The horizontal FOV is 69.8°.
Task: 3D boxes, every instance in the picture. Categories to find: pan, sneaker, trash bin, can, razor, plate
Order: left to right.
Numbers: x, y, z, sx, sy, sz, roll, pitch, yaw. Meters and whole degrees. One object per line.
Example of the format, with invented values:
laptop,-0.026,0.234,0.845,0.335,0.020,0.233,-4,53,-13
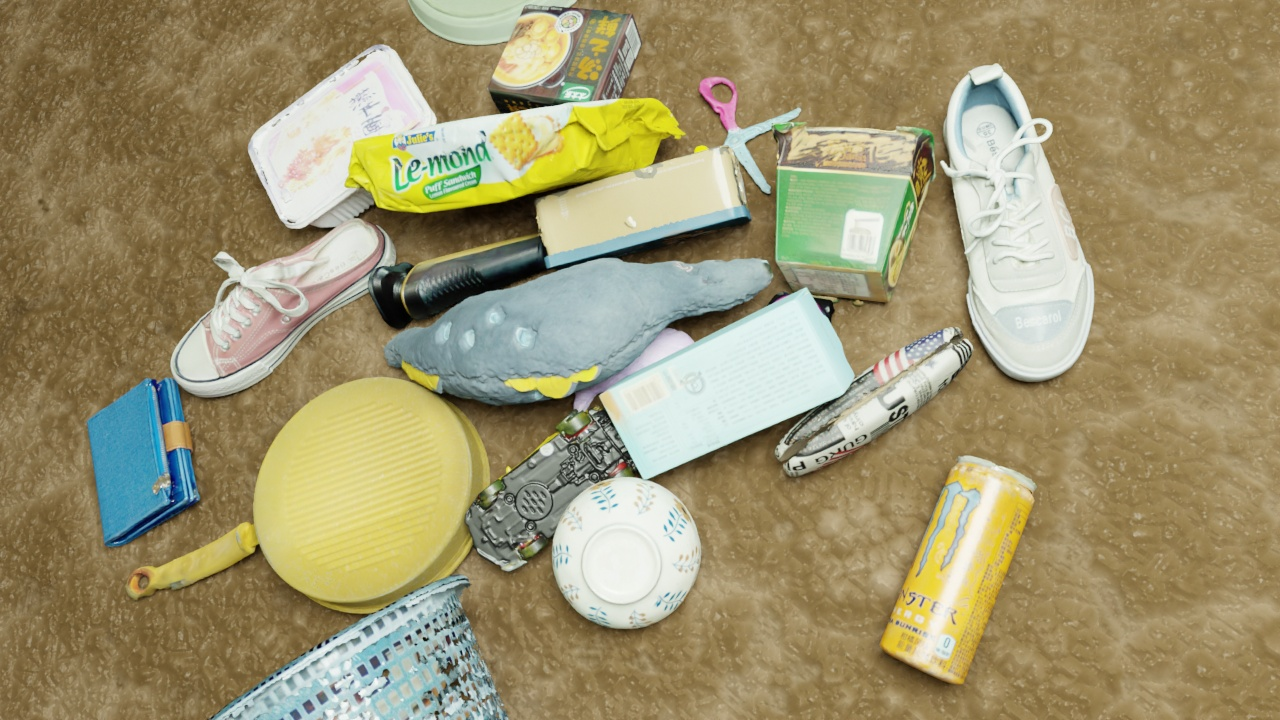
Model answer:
sneaker,-0.342,-0.057,0.841,0.241,0.088,0.118,-34,67,3
pan,-0.298,0.139,0.788,0.357,0.078,0.197,-18,65,3
trash bin,-0.168,0.290,0.624,0.226,0.226,0.195,-35,79,3
razor,-0.157,-0.078,0.818,0.167,0.062,0.067,-17,37,5
plate,-0.143,-0.427,0.937,0.230,0.027,0.230,-5,71,16
can,0.217,0.142,0.626,0.058,0.058,0.146,22,80,22
sneaker,0.276,-0.107,0.672,0.090,0.091,0.242,-11,70,14

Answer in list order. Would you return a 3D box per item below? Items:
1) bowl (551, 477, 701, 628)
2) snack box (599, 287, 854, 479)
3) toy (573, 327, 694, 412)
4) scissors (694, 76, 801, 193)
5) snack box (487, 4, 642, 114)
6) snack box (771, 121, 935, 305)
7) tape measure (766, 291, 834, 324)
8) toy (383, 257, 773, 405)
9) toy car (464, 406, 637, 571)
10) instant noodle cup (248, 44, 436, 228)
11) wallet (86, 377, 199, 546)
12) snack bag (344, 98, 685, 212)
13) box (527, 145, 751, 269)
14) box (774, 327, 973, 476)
bowl,-0.012,0.145,0.673,0.113,0.062,0.113,0,89,2
snack box,0.061,0.019,0.676,0.175,0.051,0.074,-26,95,25
toy,-0.004,0.004,0.747,0.108,0.039,0.083,2,76,21
scissors,0.077,-0.194,0.802,0.133,0.017,0.133,-25,67,3
snack box,-0.072,-0.262,0.852,0.113,0.053,0.125,12,71,20
snack box,0.156,-0.107,0.697,0.118,0.117,0.105,7,79,21
tape measure,0.121,-0.024,0.718,0.057,0.039,0.057,13,76,20
toy,-0.074,-0.023,0.719,0.357,0.137,0.091,-12,109,19
toy car,-0.070,0.099,0.728,0.156,0.041,0.071,-39,89,0
instant noodle cup,-0.277,-0.205,0.883,0.173,0.060,0.138,-34,62,2
wallet,-0.466,0.092,0.857,0.106,0.040,0.133,-30,67,15
snack bag,-0.102,-0.171,0.762,0.247,0.157,0.068,-1,107,28
box,-0.003,-0.121,0.755,0.184,0.089,0.062,-15,92,14
box,0.173,0.036,0.672,0.164,0.072,0.060,-36,91,6
